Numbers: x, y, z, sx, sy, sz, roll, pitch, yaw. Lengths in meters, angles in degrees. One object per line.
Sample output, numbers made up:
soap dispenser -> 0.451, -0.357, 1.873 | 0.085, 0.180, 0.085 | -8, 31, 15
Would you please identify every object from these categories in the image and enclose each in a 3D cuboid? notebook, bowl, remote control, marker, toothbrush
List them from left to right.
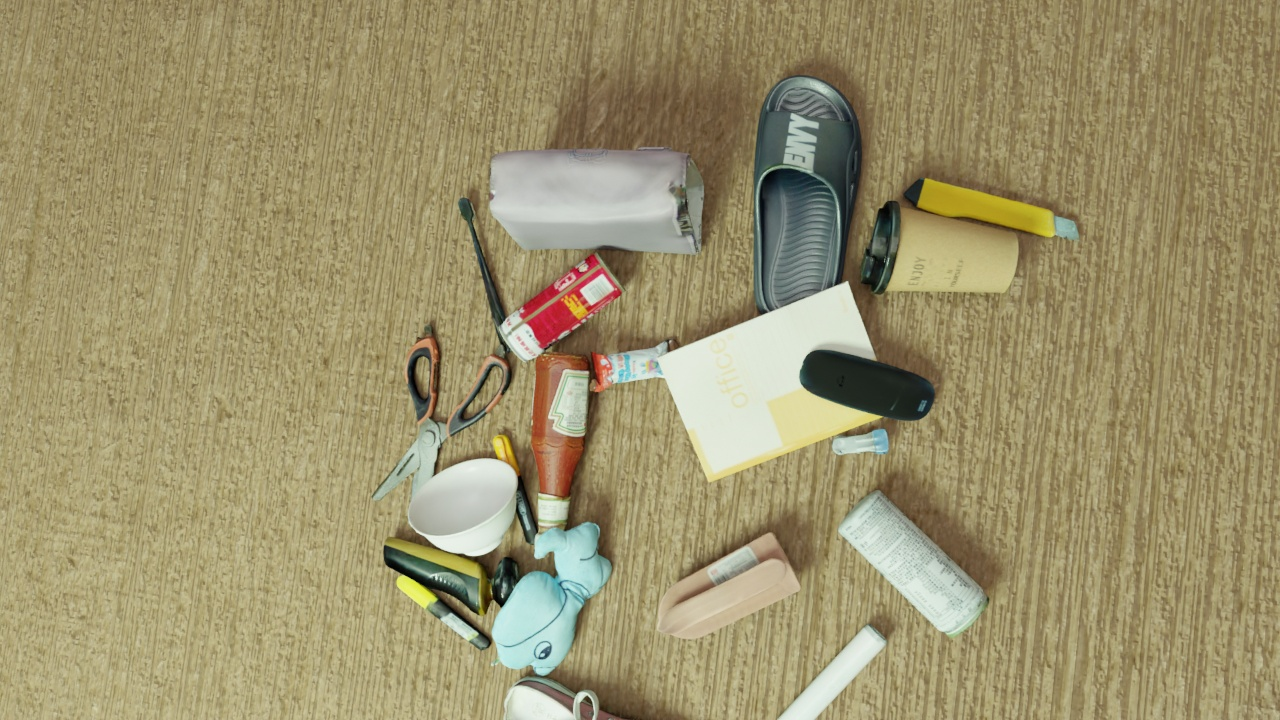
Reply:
marker -> -0.212, 0.272, 0.992 | 0.124, 0.015, 0.018 | 35, 92, 8
bowl -> -0.176, 0.165, 0.962 | 0.118, 0.118, 0.065 | -12, 121, 9
toothbrush -> -0.170, -0.095, 1.017 | 0.016, 0.018, 0.181 | -18, 84, 10
marker -> -0.134, 0.139, 0.989 | 0.018, 0.015, 0.124 | -21, 83, 12
notebook -> 0.138, 0.024, 0.935 | 0.206, 0.010, 0.146 | -21, 98, 7
toothbrush -> 0.161, 0.350, 0.912 | 0.221, 0.026, 0.027 | -48, 41, 3
remote control -> 0.226, 0.026, 0.911 | 0.136, 0.024, 0.053 | 16, 102, 1

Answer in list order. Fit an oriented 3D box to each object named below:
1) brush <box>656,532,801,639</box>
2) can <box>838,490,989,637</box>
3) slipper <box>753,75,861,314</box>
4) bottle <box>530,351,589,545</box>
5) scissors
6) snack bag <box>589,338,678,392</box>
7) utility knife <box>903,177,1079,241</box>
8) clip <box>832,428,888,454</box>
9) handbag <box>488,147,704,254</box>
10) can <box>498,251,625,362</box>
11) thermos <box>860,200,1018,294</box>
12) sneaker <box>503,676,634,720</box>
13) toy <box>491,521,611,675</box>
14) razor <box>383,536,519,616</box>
brush -> 0.082, 0.231, 0.914 | 0.146, 0.073, 0.063 | -29, 82, 8
can -> 0.263, 0.196, 0.891 | 0.146, 0.058, 0.058 | 44, 93, 11
slipper -> 0.167, -0.164, 0.930 | 0.111, 0.083, 0.268 | 4, 87, 8
bottle -> -0.087, 0.095, 0.964 | 0.060, 0.059, 0.206 | 3, 89, 10
scissors -> -0.224, 0.065, 1.010 | 0.189, 0.015, 0.224 | -15, 83, 11
snack bag -> -0.006, 0.006, 0.964 | 0.105, 0.026, 0.045 | -9, 81, -16
utility knife -> 0.355, -0.150, 0.928 | 0.177, 0.015, 0.033 | 17, 94, 10
clip -> 0.223, 0.085, 0.930 | 0.058, 0.044, 0.027 | -8, 85, 14
handbag -> -0.040, -0.166, 0.934 | 0.197, 0.145, 0.098 | 2, 88, 9
can -> -0.084, -0.056, 0.977 | 0.133, 0.053, 0.053 | -36, 80, 5
thermos -> 0.289, -0.104, 0.902 | 0.143, 0.093, 0.093 | 8, 86, 3
sneaker -> -0.035, 0.391, 0.912 | 0.241, 0.088, 0.118 | 22, 89, 12
toy -> -0.094, 0.248, 0.935 | 0.156, 0.050, 0.161 | -28, 121, -23
razor -> -0.201, 0.224, 0.980 | 0.167, 0.062, 0.067 | 15, 57, 16
